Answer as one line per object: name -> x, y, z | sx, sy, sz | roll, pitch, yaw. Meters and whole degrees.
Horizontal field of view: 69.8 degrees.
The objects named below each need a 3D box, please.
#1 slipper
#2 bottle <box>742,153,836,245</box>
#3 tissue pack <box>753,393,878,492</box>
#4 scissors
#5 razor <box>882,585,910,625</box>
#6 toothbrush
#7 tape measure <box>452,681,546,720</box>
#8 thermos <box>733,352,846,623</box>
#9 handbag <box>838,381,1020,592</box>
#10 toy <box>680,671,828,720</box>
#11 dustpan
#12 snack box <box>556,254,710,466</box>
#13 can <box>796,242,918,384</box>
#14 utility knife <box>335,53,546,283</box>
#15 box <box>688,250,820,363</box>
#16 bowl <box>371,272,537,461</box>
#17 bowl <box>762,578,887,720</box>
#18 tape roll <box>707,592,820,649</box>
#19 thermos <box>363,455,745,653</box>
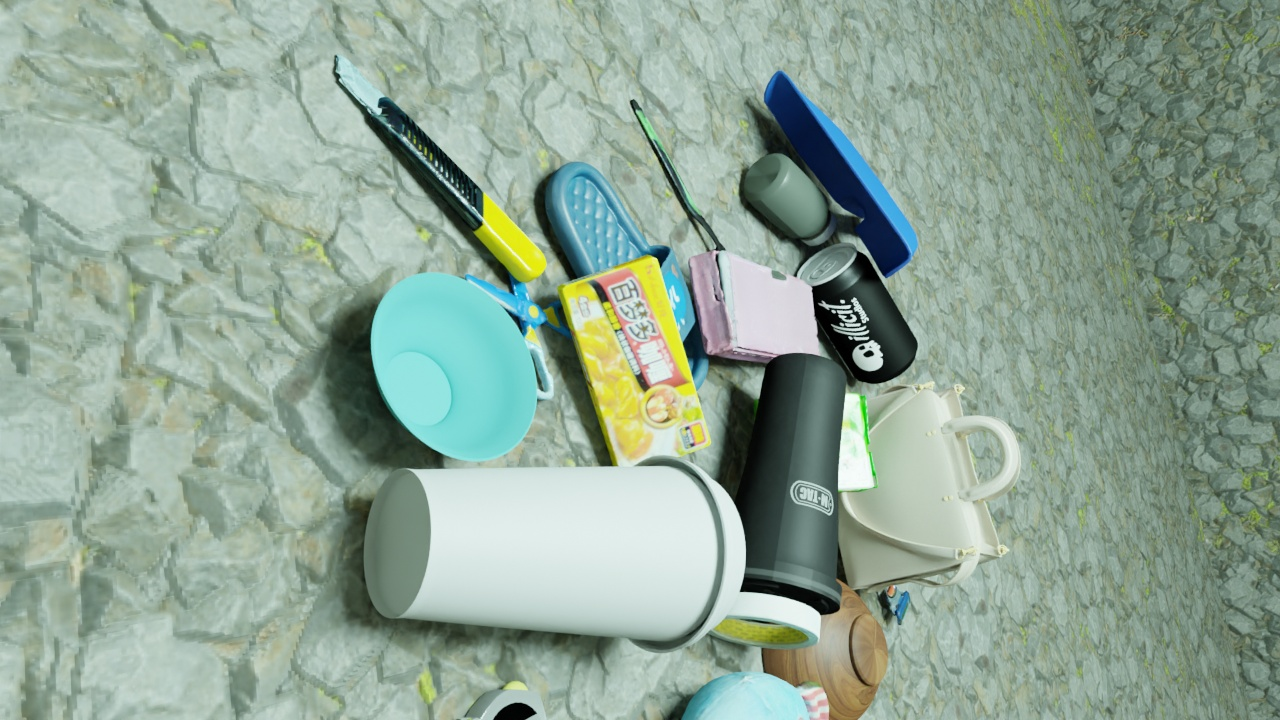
slipper -> -0.001, -0.068, 0.743 | 0.214, 0.059, 0.103 | 59, 39, -15
bottle -> 0.159, -0.166, 0.964 | 0.108, 0.060, 0.060 | 33, 53, -38
tissue pack -> 0.163, 0.080, 0.864 | 0.114, 0.034, 0.099 | -1, 76, -14
scissors -> -0.082, -0.027, 0.670 | 0.125, 0.016, 0.125 | 31, 49, -39
razor -> 0.245, 0.208, 0.964 | 0.043, 0.018, 0.141 | -39, 103, -52
toothbrush -> 0.038, -0.159, 0.860 | 0.188, 0.017, 0.014 | 59, 37, -12
tape measure -> -0.085, 0.236, 0.565 | 0.064, 0.017, 0.064 | -10, 85, -51
thermos -> 0.126, 0.105, 0.778 | 0.105, 0.106, 0.218 | 34, 57, -37
handbag -> 0.273, 0.114, 0.870 | 0.101, 0.198, 0.194 | 5, 67, -34
toy -> 0.079, 0.320, 0.666 | 0.183, 0.115, 0.180 | 0, 89, -39
dustpan -> 0.246, -0.184, 1.033 | 0.257, 0.060, 0.245 | 1, 55, -60
snack box -> -0.004, 0.004, 0.690 | 0.075, 0.025, 0.152 | -19, 102, -10
can -> 0.236, -0.050, 0.996 | 0.146, 0.080, 0.080 | 53, 43, -23
utility knife -> -0.137, -0.130, 0.631 | 0.198, 0.020, 0.028 | 48, 38, -21
box -> 0.117, -0.042, 0.853 | 0.232, 0.041, 0.098 | 9, 68, -60
bowl -> -0.125, 0.010, 0.570 | 0.121, 0.046, 0.121 | 27, 50, -39
bowl -> 0.180, 0.261, 0.826 | 0.147, 0.069, 0.147 | 21, 62, -44
tape roll -> 0.094, 0.207, 0.725 | 0.094, 0.094, 0.019 | 35, 52, -37
thermos -> -0.050, 0.118, 0.574 | 0.221, 0.132, 0.131 | 12, 68, -39
